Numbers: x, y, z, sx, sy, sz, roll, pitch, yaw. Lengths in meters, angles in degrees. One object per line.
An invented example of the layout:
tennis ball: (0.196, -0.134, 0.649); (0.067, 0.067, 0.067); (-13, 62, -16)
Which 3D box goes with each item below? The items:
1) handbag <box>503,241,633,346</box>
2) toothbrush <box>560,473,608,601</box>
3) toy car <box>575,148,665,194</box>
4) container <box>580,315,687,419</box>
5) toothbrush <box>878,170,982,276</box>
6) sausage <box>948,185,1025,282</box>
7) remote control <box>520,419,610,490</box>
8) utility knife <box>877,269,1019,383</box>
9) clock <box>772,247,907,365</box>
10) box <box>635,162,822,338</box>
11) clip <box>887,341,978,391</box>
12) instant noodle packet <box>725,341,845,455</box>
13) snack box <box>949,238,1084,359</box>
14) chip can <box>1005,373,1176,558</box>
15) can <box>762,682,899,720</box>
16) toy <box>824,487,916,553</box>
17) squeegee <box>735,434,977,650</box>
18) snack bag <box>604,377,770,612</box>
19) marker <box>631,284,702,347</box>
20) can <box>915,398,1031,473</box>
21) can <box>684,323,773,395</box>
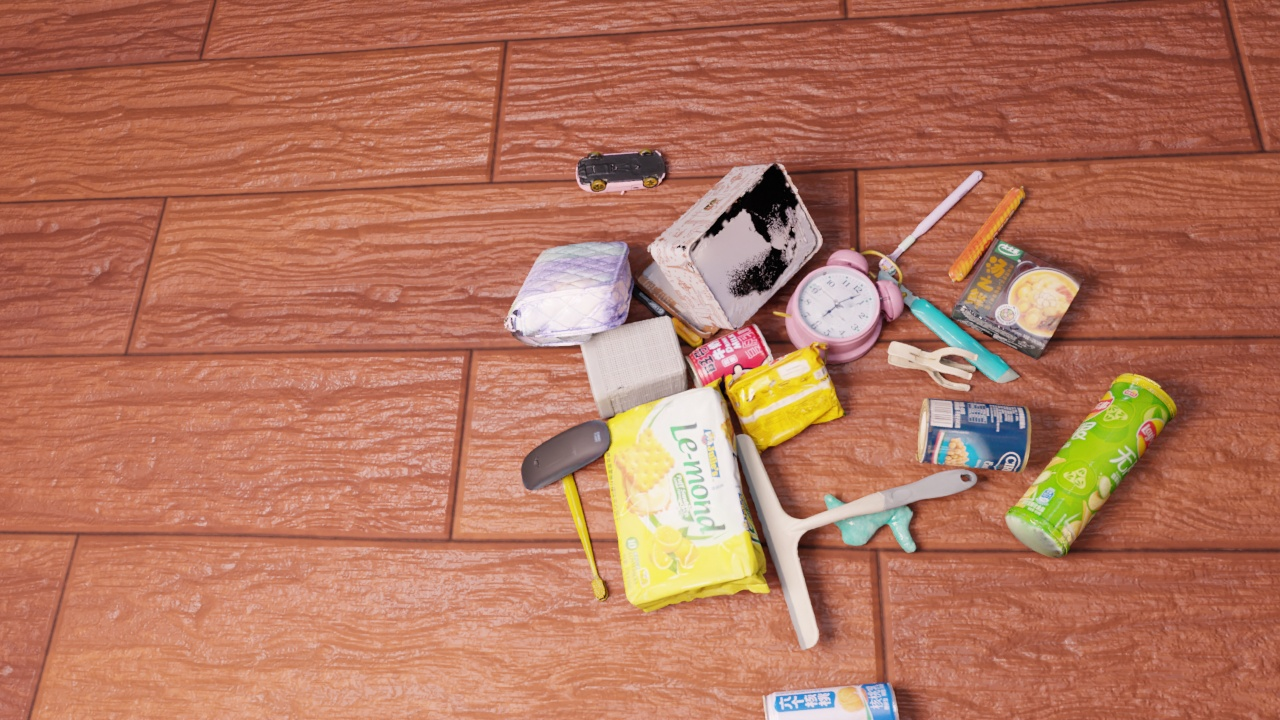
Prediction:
handbag: (-0.079, -0.083, 1.108); (0.134, 0.193, 0.076); (-5, 113, 8)
toothbrush: (-0.072, 0.191, 1.084); (0.015, 0.017, 0.190); (-19, 67, 0)
toy car: (-0.026, -0.255, 1.245); (0.122, 0.037, 0.056); (-6, 70, -7)
container: (-0.007, 0.006, 1.111); (0.114, 0.090, 0.090); (-15, 68, -1)
toothbrush: (0.371, -0.178, 1.164); (0.189, 0.029, 0.021); (-44, 32, -11)
sausage: (0.434, -0.159, 1.146); (0.021, 0.021, 0.165); (36, 78, 19)
remote control: (-0.094, 0.111, 1.086); (0.137, 0.024, 0.053); (-30, 59, 24)
utility knife: (0.368, -0.042, 1.113); (0.029, 0.013, 0.207); (-43, 72, -7)
clock: (0.251, -0.071, 1.118); (0.158, 0.060, 0.117); (-40, 69, -10)
box: (0.097, -0.137, 1.142); (0.182, 0.153, 0.178); (-44, 29, -19)
clip: (0.345, -0.002, 1.073); (0.104, 0.084, 0.034); (23, 73, 5)
instant noodle packet: (0.170, 0.042, 1.070); (0.128, 0.111, 0.044); (-24, 24, 0)
snack box: (0.454, -0.082, 1.101); (0.113, 0.053, 0.125); (30, 81, 18)
chip can: (0.490, 0.116, 1.002); (0.072, 0.072, 0.221); (39, 79, 20)
can: (0.197, 0.368, 0.955); (0.134, 0.053, 0.053); (-7, 68, 5)
toy: (0.266, 0.179, 1.033); (0.092, 0.030, 0.096); (-25, 71, 1)
squeegee: (0.254, 0.159, 1.005); (0.246, 0.039, 0.246); (-16, 69, -1)
snack bag: (0.048, 0.154, 1.035); (0.158, 0.068, 0.246); (-20, 67, 24)
marker: (0.032, -0.058, 1.169); (0.124, 0.015, 0.018); (41, 78, 21)
can: (0.371, 0.083, 1.031); (0.111, 0.075, 0.075); (5, 69, 11)
can: (0.107, 0.003, 1.105); (0.094, 0.066, 0.066); (-24, 67, -2)
